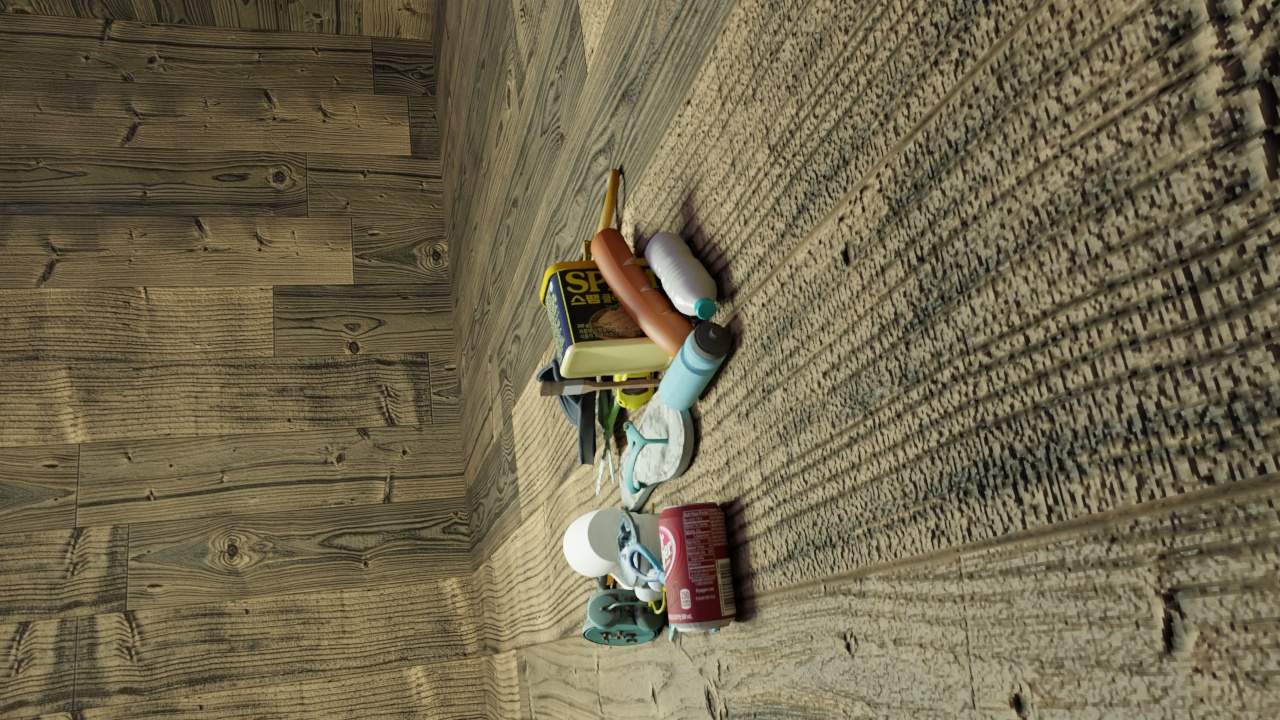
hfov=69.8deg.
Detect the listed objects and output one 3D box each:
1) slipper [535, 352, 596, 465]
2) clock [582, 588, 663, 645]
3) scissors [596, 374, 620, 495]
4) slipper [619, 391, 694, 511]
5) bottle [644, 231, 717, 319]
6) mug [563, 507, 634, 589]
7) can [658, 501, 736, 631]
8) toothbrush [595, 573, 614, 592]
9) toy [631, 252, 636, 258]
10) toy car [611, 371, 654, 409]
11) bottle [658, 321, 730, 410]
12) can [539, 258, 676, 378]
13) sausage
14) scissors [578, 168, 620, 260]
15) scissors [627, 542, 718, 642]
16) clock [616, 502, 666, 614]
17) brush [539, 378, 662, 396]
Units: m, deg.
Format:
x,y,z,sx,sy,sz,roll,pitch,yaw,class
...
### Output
x,y,z,sx,sy,sz,roll,pitch,yaw,class
-0.102,0.017,1.251,0.109,0.083,0.265,95,174,-59,slipper
-0.022,0.301,1.079,0.124,0.090,0.053,112,160,-54,clock
-0.043,0.095,1.217,0.166,0.024,0.171,-143,64,-67,scissors
-0.003,0.104,1.053,0.269,0.054,0.098,123,144,-63,slipper
0.042,-0.081,0.897,0.136,0.044,0.044,-118,31,-54,bottle
-0.038,0.241,1.161,0.114,0.080,0.088,54,153,5,mug
0.053,0.193,0.865,0.063,0.063,0.114,141,125,-69,can
-0.050,0.320,1.270,0.031,0.030,0.197,41,137,46,toothbrush
-0.022,-0.097,1.090,0.102,0.050,0.093,-113,13,-71,toy
-0.006,0.006,1.057,0.030,0.049,0.107,-145,53,-66,toy car
0.053,0.004,0.882,0.130,0.040,0.040,118,146,-58,bottle
-0.030,-0.045,0.985,0.075,0.135,0.104,115,146,-56,can
0.002,-0.067,0.937,0.164,0.044,0.039,53,-176,16,sausage
-0.060,-0.145,1.204,0.225,0.016,0.230,-104,28,-65,scissors
0.033,0.222,0.941,0.140,0.011,0.134,17,106,40,scissors
0.009,0.222,1.019,0.083,0.057,0.117,119,144,-58,clock
-0.037,0.027,0.998,0.045,0.143,0.008,116,150,-73,brush
